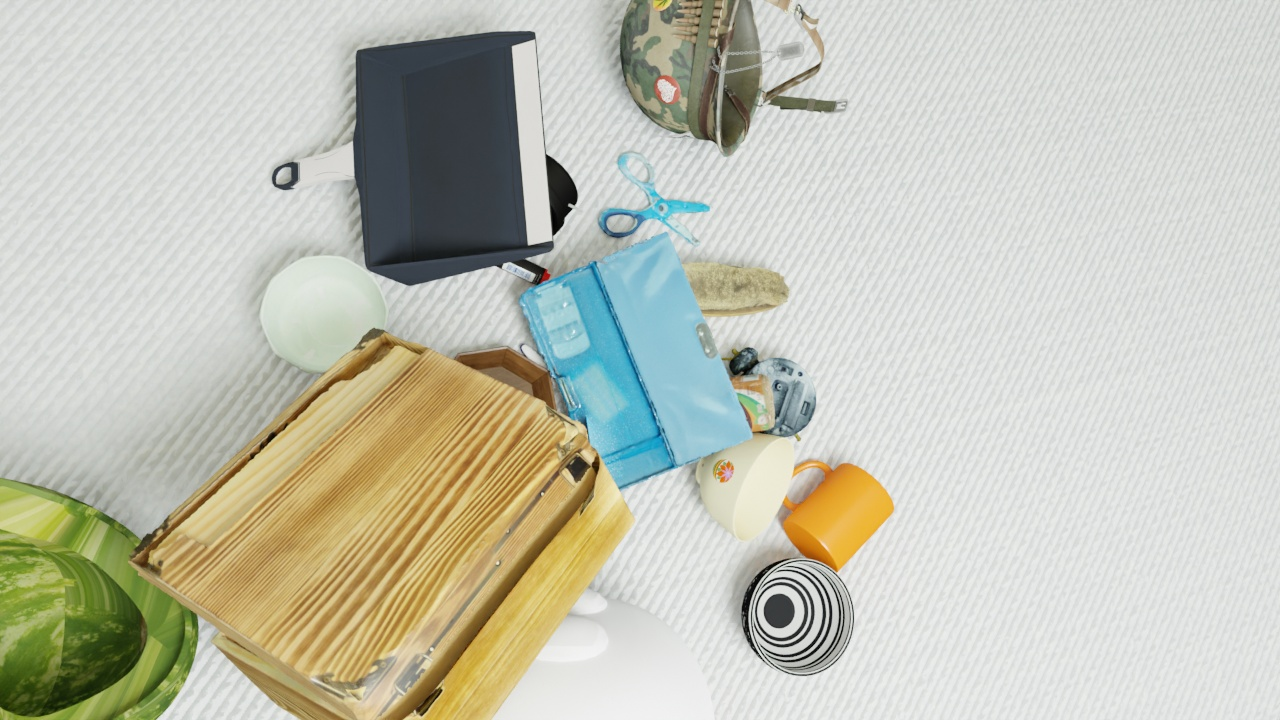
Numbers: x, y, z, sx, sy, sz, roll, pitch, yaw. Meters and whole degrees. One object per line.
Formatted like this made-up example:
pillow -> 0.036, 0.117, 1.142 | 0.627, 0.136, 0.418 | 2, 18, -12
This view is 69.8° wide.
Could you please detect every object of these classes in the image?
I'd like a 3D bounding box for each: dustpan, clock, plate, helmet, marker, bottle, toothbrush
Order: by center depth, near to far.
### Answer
helmet -> -0.493, 0.216, 0.720 | 0.244, 0.247, 0.212 | -12, 56, 21
dustpan -> -0.234, -0.201, 0.915 | 0.274, 0.080, 0.236 | -10, 78, 22
plate -> -0.151, 0.050, 0.950 | 0.131, 0.025, 0.131 | 2, 81, -15
clock -> -0.118, -0.186, 0.962 | 0.120, 0.091, 0.042 | 44, 63, -10
bottle -> 0.056, 0.053, 0.966 | 0.167, 0.059, 0.059 | -8, 83, 12
marker -> -0.164, -0.115, 0.973 | 0.145, 0.021, 0.023 | 25, 83, -11
toothbrush -> -0.062, 0.051, 0.980 | 0.015, 0.016, 0.186 | -44, 95, -15
helmet -> 0.096, -0.327, 0.983 | 0.236, 0.193, 0.224 | -8, 69, 10
clock -> 0.133, 0.038, 1.017 | 0.129, 0.052, 0.090 | 24, 76, -12

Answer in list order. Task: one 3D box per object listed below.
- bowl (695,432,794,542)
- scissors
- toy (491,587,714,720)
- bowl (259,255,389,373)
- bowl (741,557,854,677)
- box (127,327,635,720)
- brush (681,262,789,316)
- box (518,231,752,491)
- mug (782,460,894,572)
bowl -> 0.102, 0.124, 0.979 | 0.074, 0.118, 0.117 | 23, 71, 32
scissors -> 0.011, -0.166, 1.036 | 0.137, 0.012, 0.127 | 43, 73, -7
toy -> -0.069, 0.347, 0.811 | 0.265, 0.262, 0.281 | 2, 99, -3
bowl -> -0.308, -0.040, 0.901 | 0.117, 0.061, 0.117 | 3, 81, -16
bowl -> 0.160, 0.271, 0.981 | 0.120, 0.066, 0.120 | 2, 81, -15
box -> -0.186, 0.142, 0.728 | 0.278, 0.259, 0.221 | -49, 130, -35
brush -> 0.079, -0.080, 1.024 | 0.195, 0.043, 0.059 | 2, 82, -16
box -> -0.005, 0.005, 0.936 | 0.175, 0.033, 0.231 | -22, 88, 12
mug -> 0.205, 0.162, 1.013 | 0.095, 0.078, 0.112 | -42, 66, -17
